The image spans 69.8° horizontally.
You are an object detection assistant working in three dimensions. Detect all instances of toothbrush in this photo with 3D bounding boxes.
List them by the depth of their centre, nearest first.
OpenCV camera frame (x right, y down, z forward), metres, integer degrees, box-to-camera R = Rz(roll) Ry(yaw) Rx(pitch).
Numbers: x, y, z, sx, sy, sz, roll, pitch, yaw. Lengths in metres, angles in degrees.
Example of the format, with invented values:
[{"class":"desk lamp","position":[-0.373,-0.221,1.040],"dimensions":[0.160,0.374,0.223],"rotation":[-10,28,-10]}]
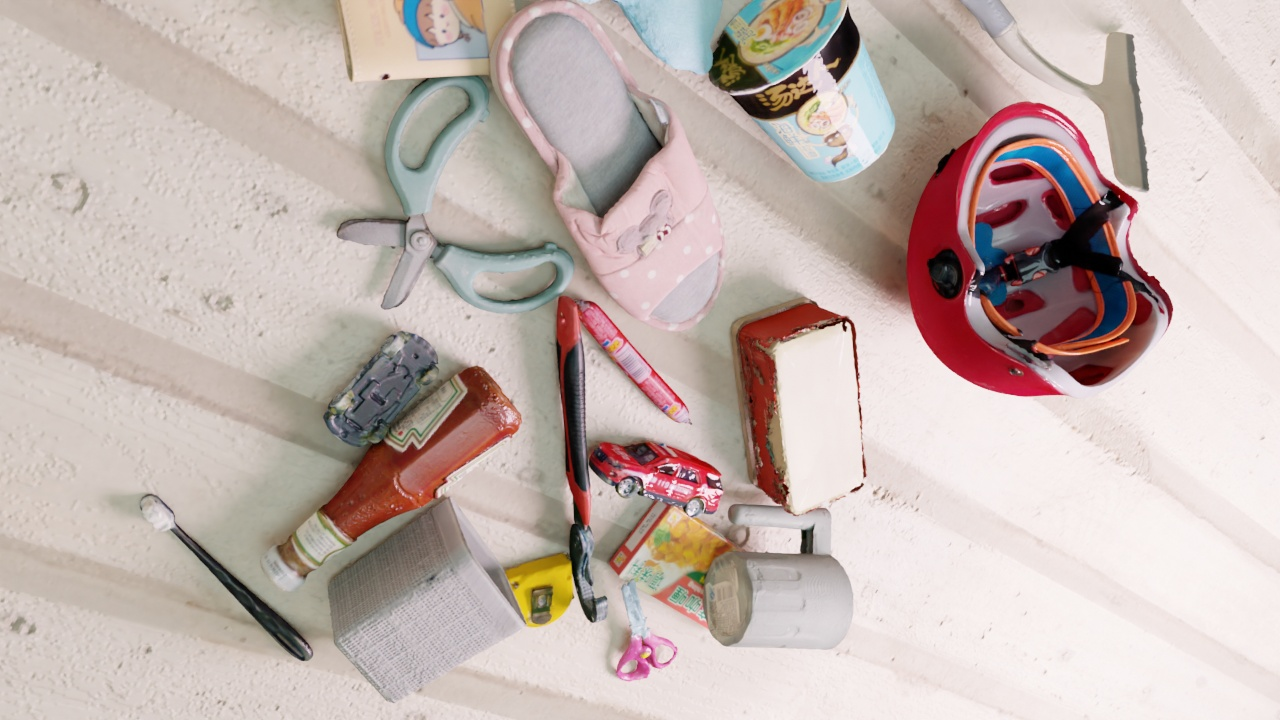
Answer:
[{"class":"toothbrush","position":[-0.292,0.162,0.657],"dimensions":[0.015,0.018,0.181],"rotation":[-37,121,-12]}]

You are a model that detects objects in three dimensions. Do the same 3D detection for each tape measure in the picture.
[{"class":"tape measure","position":[-0.083,0.193,0.758],"dimensions":[0.060,0.029,0.057],"rotation":[-11,114,-21]}]

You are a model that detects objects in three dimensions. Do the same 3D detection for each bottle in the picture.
[{"class":"bottle","position":[-0.179,0.087,0.657],"dimensions":[0.206,0.060,0.060],"rotation":[-40,120,-7]}]

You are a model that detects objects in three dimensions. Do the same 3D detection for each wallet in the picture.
[{"class":"wallet","position":[-0.133,-0.222,0.576],"dimensions":[0.115,0.024,0.087],"rotation":[-13,106,-28]}]

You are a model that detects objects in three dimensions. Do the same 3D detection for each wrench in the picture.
[{"class":"wrench","position":[-0.049,0.082,0.723],"dimensions":[0.016,0.056,0.274],"rotation":[-11,109,-24]}]

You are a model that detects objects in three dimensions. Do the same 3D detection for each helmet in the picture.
[{"class":"helmet","position":[0.307,-0.080,0.774],"dimensions":[0.206,0.144,0.240],"rotation":[-24,93,-26]}]

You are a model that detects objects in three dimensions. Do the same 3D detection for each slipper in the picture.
[{"class":"slipper","position":[-0.008,-0.125,0.648],"dimensions":[0.114,0.054,0.274],"rotation":[-40,126,-11]}]

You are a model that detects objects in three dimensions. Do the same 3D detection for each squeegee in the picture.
[{"class":"squeegee","position":[0.300,-0.265,0.734],"dimensions":[0.246,0.039,0.245],"rotation":[34,48,-12]}]

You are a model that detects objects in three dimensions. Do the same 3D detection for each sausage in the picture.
[{"class":"sausage","position":[-0.004,0.004,0.729],"dimensions":[0.020,0.020,0.156],"rotation":[-44,120,-4]}]

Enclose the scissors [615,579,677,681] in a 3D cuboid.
[{"class":"scissors","position":[0.003,0.236,0.808],"dimensions":[0.063,0.017,0.135],"rotation":[-15,127,-12]}]

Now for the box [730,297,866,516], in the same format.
[{"class":"box","position":[0.138,0.043,0.775],"dimensions":[0.091,0.079,0.168],"rotation":[-19,115,-19]}]

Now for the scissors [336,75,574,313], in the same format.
[{"class":"scissors","position":[-0.115,-0.109,0.636],"dimensions":[0.173,0.019,0.170],"rotation":[9,106,-26]}]

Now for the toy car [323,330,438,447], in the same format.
[{"class":"toy car","position":[-0.182,0.019,0.644],"dimensions":[0.090,0.034,0.043],"rotation":[-49,118,-4]}]

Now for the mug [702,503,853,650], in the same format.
[{"class":"mug","position":[0.118,0.187,0.796],"dimensions":[0.103,0.084,0.123],"rotation":[8,77,-26]}]

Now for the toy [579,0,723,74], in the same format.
[{"class":"toy","position":[0.001,-0.265,0.607],"dimensions":[0.155,0.050,0.161],"rotation":[-26,107,-34]}]

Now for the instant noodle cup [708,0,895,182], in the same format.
[{"class":"instant noodle cup","position":[0.128,-0.197,0.670],"dimensions":[0.111,0.111,0.120],"rotation":[-49,128,-1]}]

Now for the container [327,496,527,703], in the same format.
[{"class":"container","position":[-0.162,0.179,0.683],"dimensions":[0.114,0.090,0.090],"rotation":[-32,119,-8]}]

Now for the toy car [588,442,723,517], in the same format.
[{"class":"toy car","position":[0.015,0.093,0.753],"dimensions":[0.120,0.053,0.045],"rotation":[18,99,-32]}]

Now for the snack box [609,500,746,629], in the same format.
[{"class":"snack box","position":[0.052,0.188,0.819],"dimensions":[0.155,0.027,0.077],"rotation":[37,90,-31]}]
